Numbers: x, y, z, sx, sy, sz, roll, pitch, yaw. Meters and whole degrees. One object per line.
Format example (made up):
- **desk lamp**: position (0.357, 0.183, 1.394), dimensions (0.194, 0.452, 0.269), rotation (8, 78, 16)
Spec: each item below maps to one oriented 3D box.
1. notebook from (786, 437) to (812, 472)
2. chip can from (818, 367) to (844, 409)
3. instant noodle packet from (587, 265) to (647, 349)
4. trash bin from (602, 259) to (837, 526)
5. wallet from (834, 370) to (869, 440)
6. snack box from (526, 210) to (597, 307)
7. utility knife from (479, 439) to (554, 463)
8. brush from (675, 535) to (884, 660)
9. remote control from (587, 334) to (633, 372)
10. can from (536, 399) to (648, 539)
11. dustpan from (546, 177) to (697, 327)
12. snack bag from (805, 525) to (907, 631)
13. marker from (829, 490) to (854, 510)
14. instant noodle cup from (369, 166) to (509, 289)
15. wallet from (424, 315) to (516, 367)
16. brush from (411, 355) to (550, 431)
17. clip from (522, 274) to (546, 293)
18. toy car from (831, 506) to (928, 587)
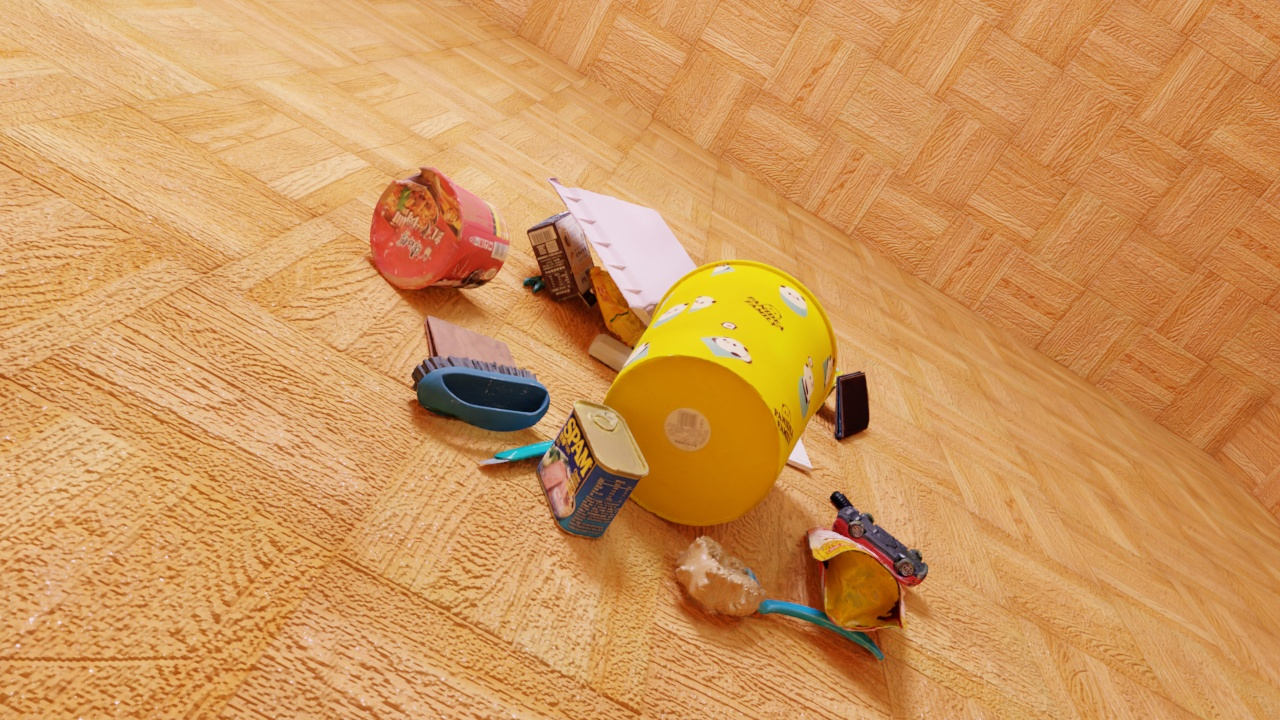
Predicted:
- **notebook**: position (0.152, 0.069, 1.273), dimensions (0.150, 0.012, 0.208), rotation (25, 23, -15)
- **chip can**: position (0.215, -0.016, 1.453), dimensions (0.221, 0.073, 0.072), rotation (38, 23, 14)
- **instant noodle packet**: position (-0.022, -0.058, 1.231), dimensions (0.111, 0.044, 0.128), rotation (48, 9, -40)
- **trash bin**: position (0.081, 0.035, 0.986), dimensions (0.229, 0.230, 0.254), rotation (34, 28, 4)
- **wallet**: position (0.325, 0.067, 1.414), dimensions (0.020, 0.096, 0.122), rotation (-2, 3, 31)
- **snack box**: position (-0.099, -0.138, 1.272), dimensions (0.113, 0.053, 0.126), rotation (-57, 131, -68)
- **utility knife**: position (-0.095, 0.087, 0.894), dimensions (0.029, 0.013, 0.171), rotation (4, 6, 33)
- **brush**: position (0.136, 0.231, 0.864), dimensions (0.254, 0.046, 0.083), rotation (28, 12, -22)
- **remote control**: position (-0.007, 0.007, 1.173), dimensions (0.125, 0.024, 0.049), rotation (31, 22, -3)
- **can**: position (-0.047, 0.100, 0.839), dimensions (0.057, 0.083, 0.102), rotation (18, 26, -32)
- **dustpan**: position (-0.023, -0.107, 1.247), dimensions (0.272, 0.139, 0.222), rotation (0, 52, -49)
- **snack bag**: position (0.224, 0.221, 0.948), dimensions (0.128, 0.073, 0.207), rotation (36, 5, 12)
- **marker**: position (0.280, 0.209, 1.132), dimensions (0.022, 0.018, 0.130), rotation (-7, 41, -33)
- **instant noodle cup**: position (-0.227, -0.142, 1.067), dimensions (0.138, 0.138, 0.108), rotation (43, 15, 25)
- **wallet**: position (-0.177, -0.004, 0.976), dimensions (0.101, 0.020, 0.115), rotation (20, 22, -31)
- **brush**: position (-0.146, 0.037, 0.878), dimensions (0.143, 0.055, 0.073), rotation (13, 27, -41)
- **clip**: position (-0.139, -0.105, 1.248), dimensions (0.046, 0.014, 0.056), rotation (34, 22, 6)
- **toy car**: position (0.277, 0.220, 1.069), dimensions (0.120, 0.045, 0.052), rotation (36, 24, 23)
